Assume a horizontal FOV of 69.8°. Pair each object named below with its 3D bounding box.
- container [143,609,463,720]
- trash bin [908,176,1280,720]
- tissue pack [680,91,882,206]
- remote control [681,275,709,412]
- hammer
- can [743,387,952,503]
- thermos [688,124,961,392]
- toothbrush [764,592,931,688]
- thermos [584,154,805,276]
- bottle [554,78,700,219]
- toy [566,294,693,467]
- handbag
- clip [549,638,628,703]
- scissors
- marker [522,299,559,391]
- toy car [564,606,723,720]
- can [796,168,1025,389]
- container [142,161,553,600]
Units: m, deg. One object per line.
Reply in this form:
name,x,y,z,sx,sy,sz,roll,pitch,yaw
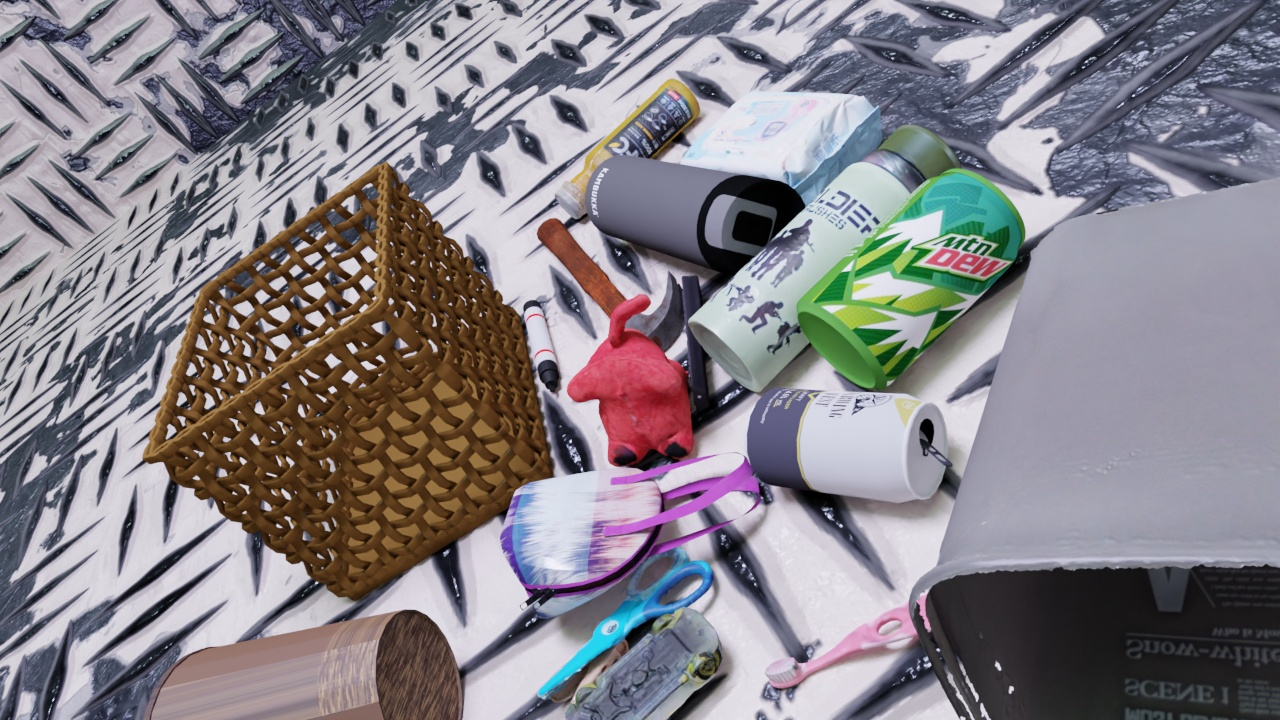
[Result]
container,-0.219,0.240,0.620,0.167,0.132,0.132,-20,39,14
trash bin,0.242,0.054,0.378,0.198,0.197,0.219,-8,39,35
tissue pack,0.120,-0.193,0.840,0.112,0.070,0.182,-49,36,-13
remote control,0.046,-0.016,0.745,0.015,0.032,0.136,-9,43,7
hammer,-0.045,-0.078,0.894,0.111,0.028,0.300,-39,36,0
can,0.130,0.051,0.569,0.128,0.064,0.064,2,52,42
thermos,0.146,-0.079,0.691,0.231,0.082,0.082,-43,36,-8
toothbrush,0.130,0.150,0.503,0.135,0.016,0.021,-28,37,14
thermos,0.041,-0.132,0.816,0.082,0.082,0.240,-46,33,-10
bottle,-0.016,-0.231,1.012,0.186,0.053,0.053,-44,36,-8
toy,-0.004,0.004,0.691,0.088,0.133,0.093,-1,33,15
handbag,-0.002,0.106,0.625,0.170,0.068,0.144,-20,19,10
clip,-0.035,0.200,0.587,0.039,0.024,0.060,3,42,39
scissors,-0.013,0.168,0.586,0.134,0.015,0.066,-35,27,-22
marker,-0.094,-0.013,0.870,0.019,0.019,0.145,-32,36,8
toy car,0.005,0.196,0.547,0.105,0.033,0.048,-40,34,-10
can,0.183,-0.056,0.624,0.144,0.083,0.083,-43,36,-7
container,-0.237,0.016,0.796,0.220,0.214,0.251,-32,36,9
